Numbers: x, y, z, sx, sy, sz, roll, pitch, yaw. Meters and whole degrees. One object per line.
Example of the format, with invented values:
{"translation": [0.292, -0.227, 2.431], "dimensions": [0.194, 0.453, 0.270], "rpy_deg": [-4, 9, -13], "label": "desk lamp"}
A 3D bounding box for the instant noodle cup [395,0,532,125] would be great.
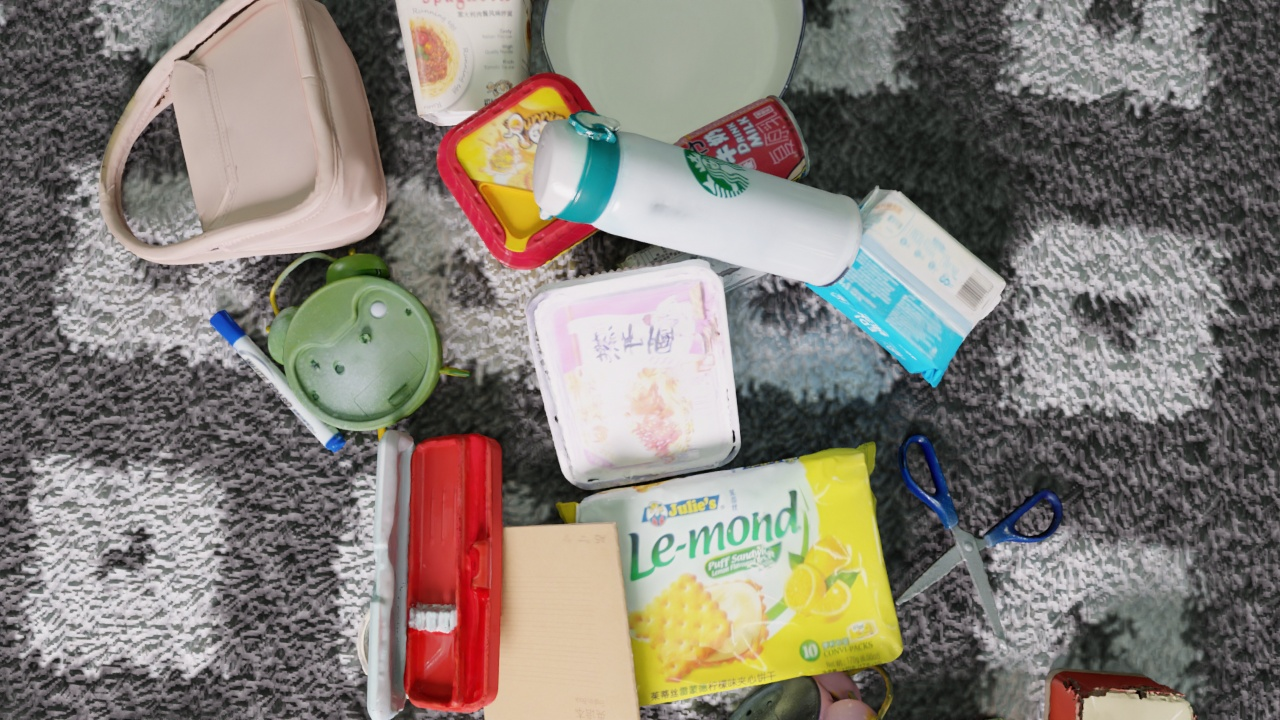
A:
{"translation": [-0.131, -0.248, 0.702], "dimensions": [0.116, 0.116, 0.124], "rpy_deg": [-2, 98, 1], "label": "instant noodle cup"}

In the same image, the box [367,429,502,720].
{"translation": [-0.162, 0.151, 0.661], "dimensions": [0.095, 0.098, 0.201], "rpy_deg": [-7, 77, 28], "label": "box"}

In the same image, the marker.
{"translation": [-0.288, 0.017, 0.728], "dimensions": [0.017, 0.017, 0.146], "rpy_deg": [-44, 87, -2], "label": "marker"}

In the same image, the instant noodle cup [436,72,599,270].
{"translation": [-0.072, -0.129, 0.680], "dimensions": [0.116, 0.123, 0.116], "rpy_deg": [-34, 86, -1], "label": "instant noodle cup"}

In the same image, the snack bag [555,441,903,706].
{"translation": [0.070, 0.159, 0.686], "dimensions": [0.246, 0.068, 0.158], "rpy_deg": [-10, 86, 1], "label": "snack bag"}

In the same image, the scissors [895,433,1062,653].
{"translation": [0.249, 0.130, 0.685], "dimensions": [0.162, 0.012, 0.173], "rpy_deg": [-8, 62, -16], "label": "scissors"}

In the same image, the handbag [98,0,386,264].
{"translation": [-0.324, -0.161, 0.710], "dimensions": [0.234, 0.093, 0.193], "rpy_deg": [-20, 77, 11], "label": "handbag"}

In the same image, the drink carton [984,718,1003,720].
{"translation": [0.217, 0.304, 0.684], "dimensions": [0.122, 0.045, 0.053], "rpy_deg": [-8, 91, 1], "label": "drink carton"}

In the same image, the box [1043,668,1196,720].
{"translation": [0.350, 0.318, 0.665], "dimensions": [0.091, 0.077, 0.168], "rpy_deg": [3, 87, 2], "label": "box"}

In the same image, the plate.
{"translation": [0.026, -0.259, 0.726], "dimensions": [0.205, 0.045, 0.204], "rpy_deg": [0, 86, 0], "label": "plate"}

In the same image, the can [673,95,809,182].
{"translation": [0.068, -0.145, 0.673], "dimensions": [0.094, 0.066, 0.066], "rpy_deg": [-26, 86, -4], "label": "can"}

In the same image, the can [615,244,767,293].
{"translation": [0.058, -0.080, 0.707], "dimensions": [0.146, 0.058, 0.058], "rpy_deg": [-25, 86, -1], "label": "can"}

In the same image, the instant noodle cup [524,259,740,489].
{"translation": [-0.004, 0.004, 0.671], "dimensions": [0.138, 0.060, 0.174], "rpy_deg": [-10, 120, 1], "label": "instant noodle cup"}

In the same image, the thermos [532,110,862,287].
{"translation": [0.038, -0.105, 0.603], "dimensions": [0.224, 0.073, 0.073], "rpy_deg": [11, 86, -25], "label": "thermos"}

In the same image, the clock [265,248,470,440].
{"translation": [-0.220, -0.016, 0.709], "dimensions": [0.116, 0.056, 0.161], "rpy_deg": [-43, 86, -3], "label": "clock"}

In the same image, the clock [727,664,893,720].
{"translation": [0.117, 0.275, 0.656], "dimensions": [0.060, 0.117, 0.158], "rpy_deg": [43, 90, -7], "label": "clock"}

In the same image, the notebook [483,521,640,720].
{"translation": [-0.064, 0.224, 0.671], "dimensions": [0.150, 0.012, 0.211], "rpy_deg": [-9, 86, 36], "label": "notebook"}

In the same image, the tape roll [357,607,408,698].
{"translation": [-0.176, 0.218, 0.714], "dimensions": [0.086, 0.014, 0.085], "rpy_deg": [0, 86, 2], "label": "tape roll"}

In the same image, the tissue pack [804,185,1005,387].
{"translation": [0.199, -0.057, 0.696], "dimensions": [0.140, 0.063, 0.090], "rpy_deg": [38, 86, -6], "label": "tissue pack"}
